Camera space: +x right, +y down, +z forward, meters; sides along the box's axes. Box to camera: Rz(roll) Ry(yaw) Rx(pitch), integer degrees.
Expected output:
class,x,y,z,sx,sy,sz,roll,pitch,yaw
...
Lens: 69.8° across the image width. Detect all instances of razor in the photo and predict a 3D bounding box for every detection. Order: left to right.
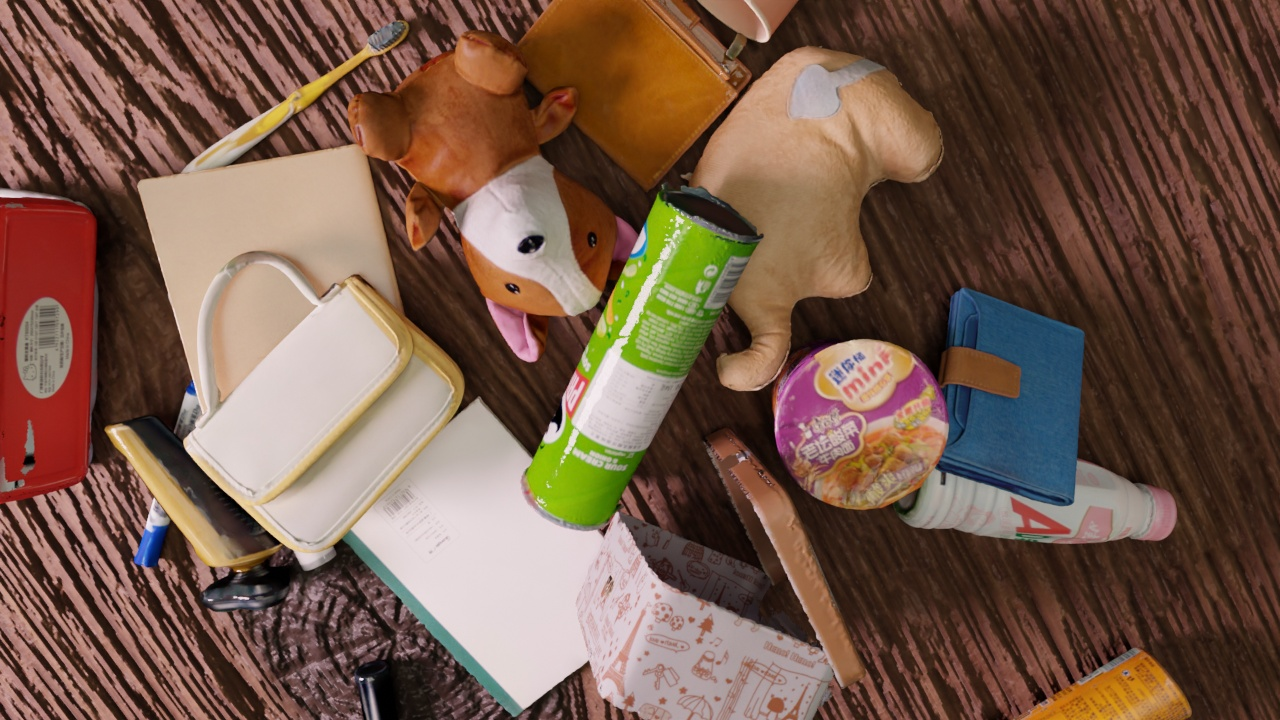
class,x,y,z,sx,sy,sz,roll,pitch,yaw
razor,-0.310,0.108,0.642,0.067,0.062,0.167,-37,104,-15

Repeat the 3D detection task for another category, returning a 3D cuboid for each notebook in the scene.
class,x,y,z,sx,sy,sz,roll,pitch,yaw
notebook,-0.240,-0.034,0.634,0.147,0.008,0.208,-13,101,-13
notebook,-0.107,0.151,0.687,0.150,0.012,0.209,-39,99,6

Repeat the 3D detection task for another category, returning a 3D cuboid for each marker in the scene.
class,x,y,z,sx,sy,sz,roll,pitch,yaw
marker,-0.339,0.082,0.665,0.017,0.017,0.146,21,100,-5

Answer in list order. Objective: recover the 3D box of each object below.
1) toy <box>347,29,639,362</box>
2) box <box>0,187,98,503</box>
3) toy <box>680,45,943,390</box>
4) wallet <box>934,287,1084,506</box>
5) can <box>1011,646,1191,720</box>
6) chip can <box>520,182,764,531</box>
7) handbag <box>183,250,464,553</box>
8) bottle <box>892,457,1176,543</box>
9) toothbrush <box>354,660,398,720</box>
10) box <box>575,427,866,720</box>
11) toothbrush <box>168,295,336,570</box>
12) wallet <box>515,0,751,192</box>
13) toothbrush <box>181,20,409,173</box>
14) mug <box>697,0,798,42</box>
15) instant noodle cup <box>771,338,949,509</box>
class,x,y,z,sx,sy,sz,roll,pitch,yaw
toy,-0.082,-0.105,0.589,0.140,0.130,0.199,-30,110,4
box,-0.426,-0.014,0.622,0.099,0.095,0.201,14,103,23
toy,0.093,-0.094,0.607,0.143,0.082,0.226,32,101,17
wallet,0.254,0.023,0.631,0.106,0.040,0.132,19,65,-6
can,0.338,0.280,0.700,0.146,0.058,0.058,-33,100,5
chip can,-0.004,0.003,0.599,0.072,0.072,0.237,24,116,-6
handbag,-0.226,0.018,0.611,0.178,0.063,0.163,45,84,-13
bottle,0.285,0.098,0.661,0.197,0.068,0.068,9,100,-6
toothbrush,-0.190,0.336,0.713,0.027,0.026,0.213,-3,102,21
box,0.063,0.137,0.600,0.150,0.182,0.168,23,91,-11
toothbrush,-0.279,0.049,0.656,0.027,0.026,0.221,-19,101,24
wallet,-0.003,-0.197,0.603,0.130,0.035,0.119,43,108,-8
toothbrush,-0.235,-0.173,0.618,0.191,0.018,0.016,-33,98,5
mug,0.070,-0.279,0.581,0.114,0.081,0.106,41,96,17
instant noodle cup,0.138,0.033,0.627,0.111,0.099,0.111,0,100,-3
